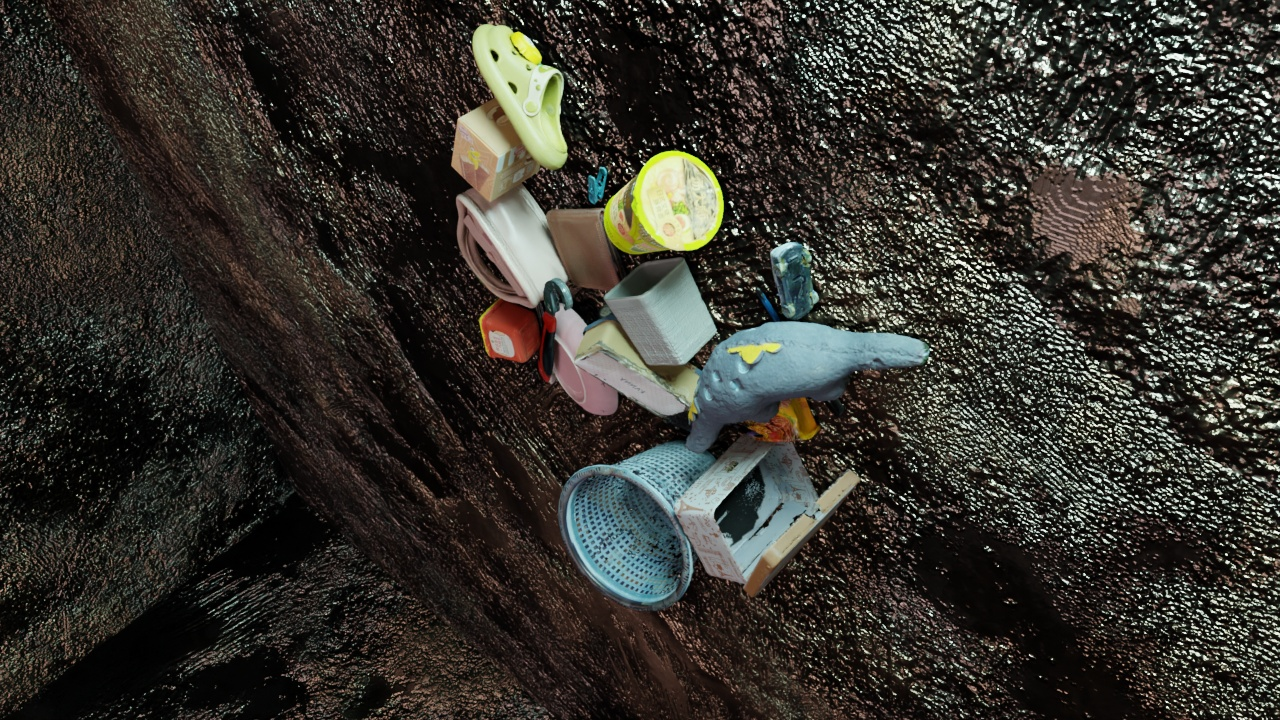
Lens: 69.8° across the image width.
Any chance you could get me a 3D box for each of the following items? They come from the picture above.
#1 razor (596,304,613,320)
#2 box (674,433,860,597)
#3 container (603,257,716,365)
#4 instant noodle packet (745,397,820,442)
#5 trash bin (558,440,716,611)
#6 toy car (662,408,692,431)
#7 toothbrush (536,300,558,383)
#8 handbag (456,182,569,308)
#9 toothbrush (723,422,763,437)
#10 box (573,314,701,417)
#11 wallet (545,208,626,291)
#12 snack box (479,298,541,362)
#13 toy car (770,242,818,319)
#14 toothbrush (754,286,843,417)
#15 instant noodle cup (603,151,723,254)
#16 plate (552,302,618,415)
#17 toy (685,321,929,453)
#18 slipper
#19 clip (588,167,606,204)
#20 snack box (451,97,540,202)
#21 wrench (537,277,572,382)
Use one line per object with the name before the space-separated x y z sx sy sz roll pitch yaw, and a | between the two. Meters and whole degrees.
razor | -0.031 -0.029 1.324 0.067 0.062 0.168 10 147 2
box | 0.178 0.203 1.183 0.178 0.182 0.153 -4 121 53
container | 0.029 -0.059 1.182 0.090 0.090 0.114 1 127 52
instant noodle packet | 0.162 0.047 1.172 0.111 0.044 0.128 -6 119 49
trash bin | 0.025 0.219 1.351 0.227 0.194 0.227 15 118 30
toy car | 0.064 0.076 1.334 0.106 0.031 0.049 23 143 39
toothbrush | -0.155 -0.031 1.511 0.016 0.018 0.181 30 142 34
handbag | -0.211 -0.166 1.384 0.193 0.093 0.235 56 155 -9
toothbrush | 0.133 0.088 1.209 0.189 0.014 0.017 -172 72 -82
box | -0.007 0.007 1.257 0.184 0.061 0.090 35 150 -23
wallet | -0.070 -0.153 1.261 0.101 0.032 0.125 12 133 41
snack box | -0.212 -0.045 1.507 0.080 0.081 0.091 20 140 24
toy car | 0.168 -0.088 1.020 0.034 0.042 0.091 31 147 52
toothbrush | 0.192 -0.011 1.104 0.189 0.016 0.014 56 157 -6
instant noodle cup | 0.017 -0.172 1.067 0.111 0.111 0.124 57 155 -12
plate | -0.102 0.005 1.414 0.192 0.039 0.193 48 156 30
toy | 0.155 0.019 1.063 0.357 0.091 0.138 -25 120 40
slipper | -0.128 -0.327 1.113 0.082 0.091 0.190 -26 94 18
clip | -0.056 -0.223 1.176 0.014 0.040 0.056 41 155 15
snack box | -0.185 -0.281 1.205 0.077 0.092 0.095 44 149 10
wrench | -0.132 -0.041 1.349 0.056 0.016 0.274 56 156 18
